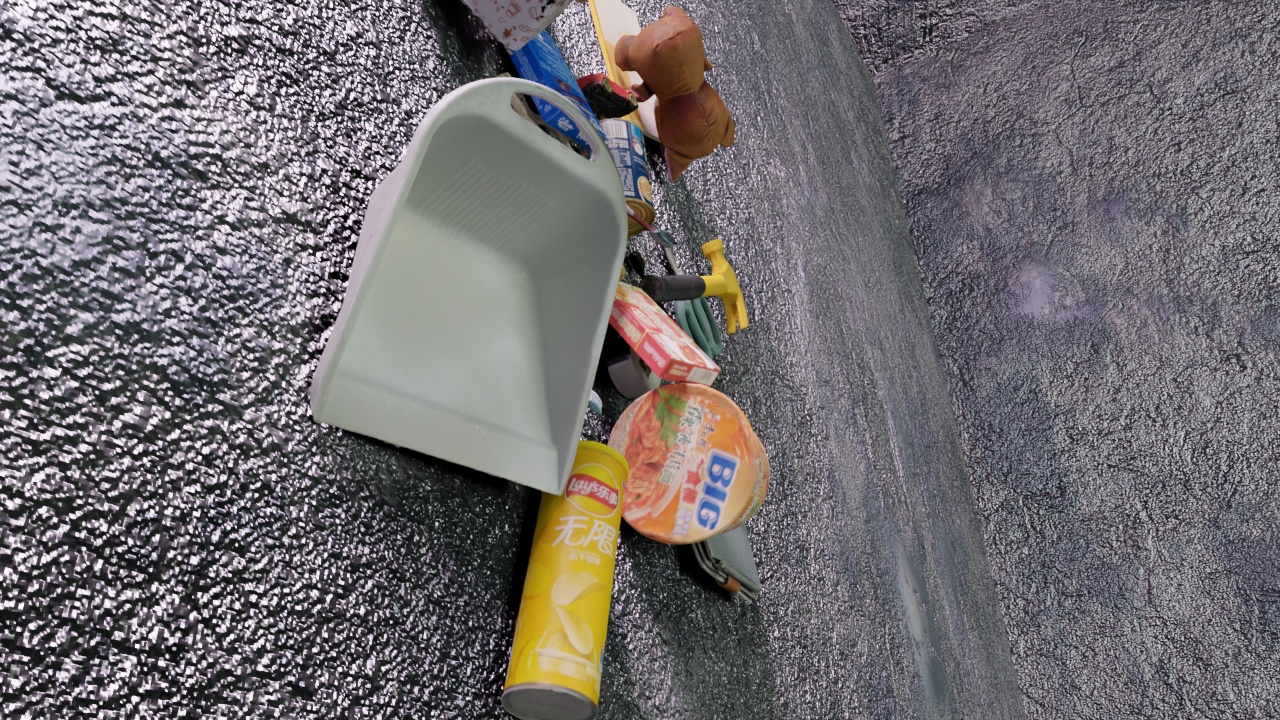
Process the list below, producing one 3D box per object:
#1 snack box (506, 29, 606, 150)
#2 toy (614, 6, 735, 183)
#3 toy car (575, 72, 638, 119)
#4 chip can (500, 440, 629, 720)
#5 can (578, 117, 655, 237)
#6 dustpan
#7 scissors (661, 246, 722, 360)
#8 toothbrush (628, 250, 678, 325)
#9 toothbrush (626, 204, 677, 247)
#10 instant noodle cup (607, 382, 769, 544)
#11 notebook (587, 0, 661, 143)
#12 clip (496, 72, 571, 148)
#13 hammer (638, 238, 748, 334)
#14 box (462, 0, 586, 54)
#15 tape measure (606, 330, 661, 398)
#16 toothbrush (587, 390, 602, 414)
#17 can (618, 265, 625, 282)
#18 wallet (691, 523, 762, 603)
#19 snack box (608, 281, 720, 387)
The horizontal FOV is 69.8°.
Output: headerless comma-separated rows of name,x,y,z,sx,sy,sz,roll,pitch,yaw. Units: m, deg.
snack box,-0.096,-0.294,0.948,0.084,0.026,0.157,16,43,-59
toy,0.047,-0.348,1.204,0.199,0.140,0.130,61,-13,-23
toy car,-0.042,-0.311,1.084,0.106,0.049,0.031,6,69,-61
chip can,-0.055,0.165,0.711,0.072,0.072,0.212,50,33,-36
can,-0.027,-0.201,1.008,0.075,0.075,0.111,30,47,-54
dustpan,-0.097,-0.067,0.674,0.222,0.143,0.257,25,46,-42
scissors,0.053,-0.069,1.147,0.185,0.019,0.129,57,29,-24
toothbrush,0.037,-0.032,1.078,0.213,0.026,0.027,63,35,-14
toothbrush,-0.027,-0.166,0.933,0.187,0.017,0.016,35,74,-36
instant noodle cup,0.055,0.105,0.895,0.111,0.151,0.151,30,47,-65
notebook,-0.016,-0.399,1.240,0.145,0.010,0.206,0,74,-63
clip,-0.113,-0.228,0.908,0.101,0.035,0.096,45,34,-35
hammer,0.068,-0.090,1.125,0.300,0.033,0.128,-13,81,-67
box,-0.124,-0.432,0.925,0.178,0.103,0.260,46,37,-14
tape measure,-0.006,0.006,0.960,0.066,0.034,0.065,51,32,-32
toothbrush,-0.092,-0.034,0.825,0.221,0.027,0.026,57,15,-28
can,-0.063,-0.128,0.901,0.102,0.057,0.083,33,42,-38
wallet,0.085,0.203,1.004,0.129,0.037,0.106,42,27,-46
snack box,0.009,-0.030,0.919,0.075,0.025,0.153,15,26,-46
